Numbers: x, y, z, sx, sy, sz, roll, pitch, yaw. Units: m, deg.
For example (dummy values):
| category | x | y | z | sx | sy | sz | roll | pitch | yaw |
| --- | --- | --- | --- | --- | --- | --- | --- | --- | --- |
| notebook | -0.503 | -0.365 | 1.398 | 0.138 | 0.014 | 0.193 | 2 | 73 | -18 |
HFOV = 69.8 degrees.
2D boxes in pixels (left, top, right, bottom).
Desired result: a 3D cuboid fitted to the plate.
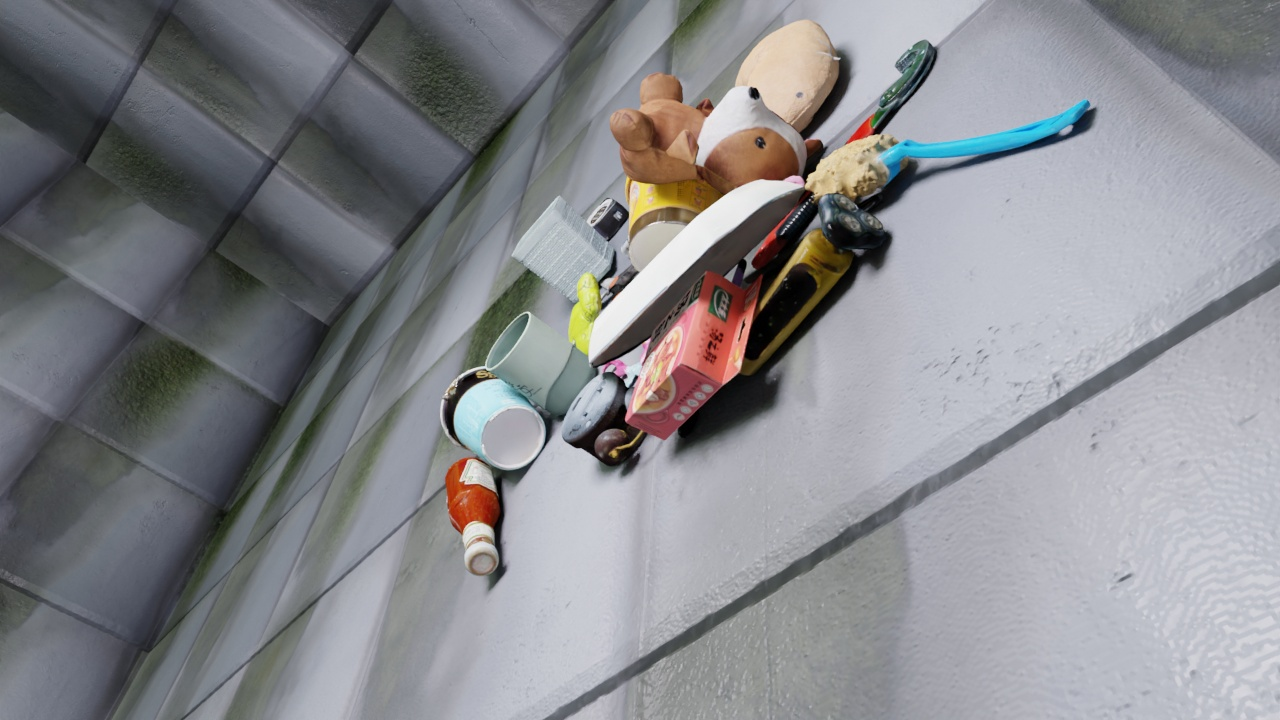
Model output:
| category | x | y | z | sx | sy | sz | roll | pitch | yaw |
| --- | --- | --- | --- | --- | --- | --- | --- | --- | --- |
| plate | 0.039 | -0.081 | 0.842 | 0.161 | 0.034 | 0.267 | -30 | -9 | -47 |

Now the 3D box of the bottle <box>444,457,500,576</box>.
| category | x | y | z | sx | sy | sz | roll | pitch | yaw |
| --- | --- | --- | --- | --- | --- | --- | --- | --- | --- |
| bottle | -0.185 | 0.173 | 1.023 | 0.060 | 0.059 | 0.206 | -51 | 23 | 6 |

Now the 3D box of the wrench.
| category | x | y | z | sx | sy | sz | roll | pitch | yaw |
| --- | --- | --- | --- | --- | --- | --- | --- | --- | --- |
| wrench | 0.194 | -0.196 | 0.877 | 0.273 | 0.016 | 0.056 | -53 | 18 | 0 |

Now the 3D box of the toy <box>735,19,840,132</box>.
| category | x | y | z | sx | sy | sz | roll | pitch | yaw |
| --- | --- | --- | --- | --- | --- | --- | --- | --- | --- |
| toy | 0.160 | -0.295 | 1.021 | 0.144 | 0.082 | 0.225 | -41 | 27 | 38 |

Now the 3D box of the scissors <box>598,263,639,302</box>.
| category | x | y | z | sx | sy | sz | roll | pitch | yaw |
| --- | --- | --- | --- | --- | --- | --- | --- | --- | --- |
| scissors | -0.014 | -0.100 | 1.148 | 0.228 | 0.021 | 0.220 | -46 | 18 | 14 |

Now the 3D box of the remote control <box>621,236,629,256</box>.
| category | x | y | z | sx | sy | sz | roll | pitch | yaw |
| --- | --- | --- | --- | --- | --- | --- | --- | --- | --- |
| remote control | 0.015 | -0.195 | 1.209 | 0.124 | 0.024 | 0.049 | -57 | 3 | -12 |

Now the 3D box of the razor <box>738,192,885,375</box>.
| category | x | y | z | sx | sy | sz | roll | pitch | yaw |
| --- | --- | --- | --- | --- | --- | --- | --- | --- | --- |
| razor | 0.129 | -0.058 | 0.754 | 0.168 | 0.062 | 0.067 | -53 | -6 | 14 |

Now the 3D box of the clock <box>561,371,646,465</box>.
| category | x | y | z | sx | sy | sz | roll | pitch | yaw |
| --- | --- | --- | --- | --- | --- | --- | --- | --- | --- |
| clock | -0.027 | 0.058 | 0.883 | 0.082 | 0.055 | 0.122 | -58 | 23 | -14 |

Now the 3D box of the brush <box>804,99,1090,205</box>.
| category | x | y | z | sx | sy | sz | roll | pitch | yaw |
| --- | --- | --- | --- | --- | --- | --- | --- | --- | --- |
| brush | 0.230 | -0.164 | 0.728 | 0.083 | 0.046 | 0.255 | -41 | 21 | -28 |

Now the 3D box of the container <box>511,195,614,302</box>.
| category | x | y | z | sx | sy | sz | roll | pitch | yaw |
| --- | --- | --- | --- | --- | --- | --- | --- | --- | --- |
| container | -0.101 | -0.150 | 1.256 | 0.090 | 0.111 | 0.090 | -46 | 15 | 20 |

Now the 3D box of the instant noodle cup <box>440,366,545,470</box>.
| category | x | y | z | sx | sy | sz | roll | pitch | yaw |
| --- | --- | --- | --- | --- | --- | --- | --- | --- | --- |
| instant noodle cup | -0.170 | 0.074 | 1.089 | 0.111 | 0.111 | 0.120 | -54 | 29 | -3 |

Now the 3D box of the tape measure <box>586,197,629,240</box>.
| category | x | y | z | sx | sy | sz | roll | pitch | yaw |
| --- | --- | --- | --- | --- | --- | --- | --- | --- | --- |
| tape measure | -0.052 | -0.207 | 1.360 | 0.066 | 0.033 | 0.065 | -49 | 20 | 5 |

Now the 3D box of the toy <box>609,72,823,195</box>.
| category | x | y | z | sx | sy | sz | roll | pitch | yaw |
| --- | --- | --- | --- | --- | --- | --- | --- | --- | --- |
| toy | 0.078 | -0.220 | 0.913 | 0.131 | 0.199 | 0.139 | 102 | -166 | -48 |

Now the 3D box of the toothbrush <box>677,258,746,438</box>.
| category | x | y | z | sx | sy | sz | roll | pitch | yaw |
| --- | --- | --- | --- | --- | --- | --- | --- | --- | --- |
| toothbrush | 0.067 | -0.014 | 0.839 | 0.017 | 0.014 | 0.188 | -36 | 30 | 65 |

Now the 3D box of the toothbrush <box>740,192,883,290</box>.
| category | x | y | z | sx | sy | sz | roll | pitch | yaw |
| --- | --- | --- | --- | --- | --- | --- | --- | --- | --- |
| toothbrush | 0.146 | -0.102 | 0.835 | 0.182 | 0.018 | 0.015 | -33 | 25 | 37 |

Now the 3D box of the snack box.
| category | x | y | z | sx | sy | sz | roll | pitch | yaw |
| --- | --- | --- | --- | --- | --- | --- | --- | --- | --- |
| snack box | 0.044 | -0.010 | 0.783 | 0.127 | 0.044 | 0.113 | -48 | 18 | 48 |

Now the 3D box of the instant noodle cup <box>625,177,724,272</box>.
| category | x | y | z | sx | sy | sz | roll | pitch | yaw |
| --- | --- | --- | --- | --- | --- | --- | --- | --- | --- |
| instant noodle cup | 0.038 | -0.155 | 1.005 | 0.119 | 0.118 | 0.114 | -34 | 36 | 38 |

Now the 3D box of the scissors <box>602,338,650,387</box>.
| category | x | y | z | sx | sy | sz | roll | pitch | yaw |
| --- | --- | --- | --- | --- | --- | --- | --- | --- | --- |
| scissors | -0.006 | 0.006 | 0.977 | 0.135 | 0.017 | 0.133 | 10 | 69 | 61 |

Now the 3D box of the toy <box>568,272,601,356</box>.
| category | x | y | z | sx | sy | sz | roll | pitch | yaw |
| --- | --- | --- | --- | --- | --- | --- | --- | --- | --- |
| toy | -0.066 | -0.051 | 1.112 | 0.100 | 0.031 | 0.096 | 112 | 152 | -44 |

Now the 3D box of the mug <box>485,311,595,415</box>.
| category | x | y | z | sx | sy | sz | roll | pitch | yaw |
| --- | --- | --- | --- | --- | --- | --- | --- | --- | --- |
| mug | -0.120 | 0.009 | 1.071 | 0.112 | 0.106 | 0.082 | -17 | 42 | 55 |
